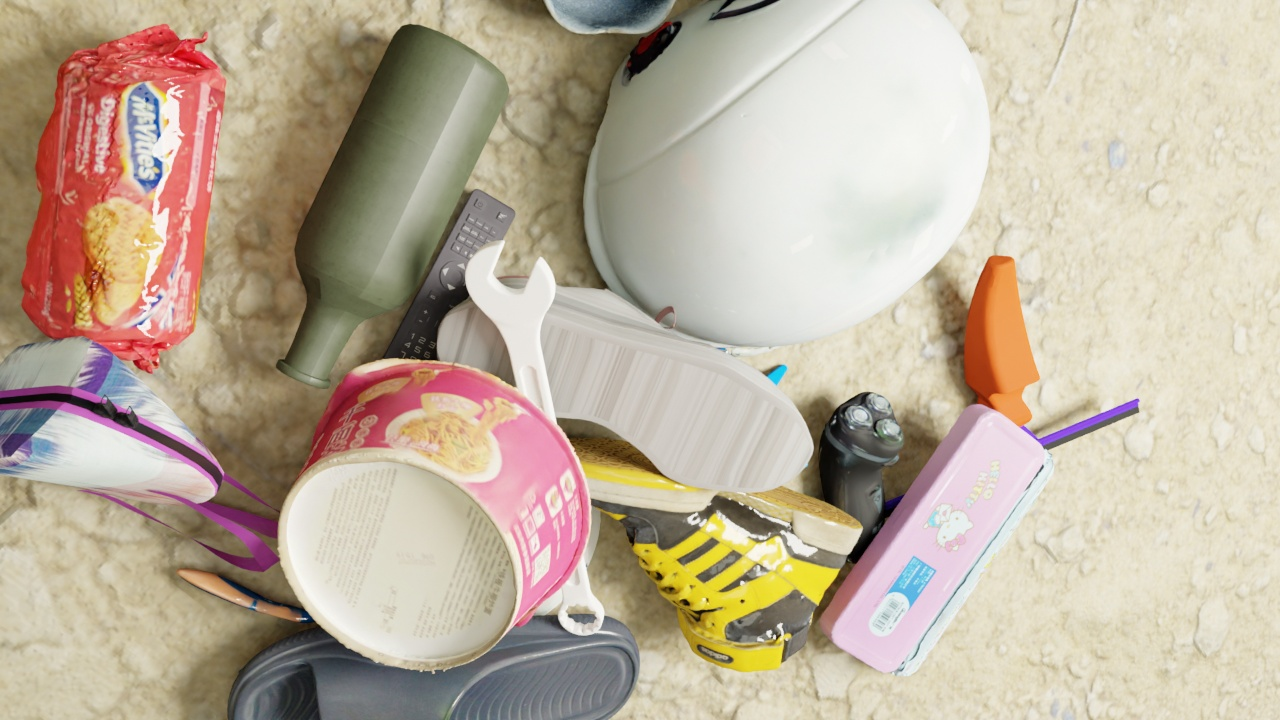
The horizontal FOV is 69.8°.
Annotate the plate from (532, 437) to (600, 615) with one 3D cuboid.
[{"bbox_3d":[-0.099,0.113,0.611,0.156,0.014,0.157,-4,101,-21],"label":"plate"}]

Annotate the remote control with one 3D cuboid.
[{"bbox_3d":[-0.123,-0.041,0.573,0.032,0.015,0.136,29,86,-23],"label":"remote control"}]

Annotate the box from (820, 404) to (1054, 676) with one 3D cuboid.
[{"bbox_3d":[0.242,0.148,0.712,0.149,0.051,0.214,32,93,-41],"label":"box"}]

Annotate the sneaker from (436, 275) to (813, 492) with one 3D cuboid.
[{"bbox_3d":[-0.003,0.004,0.573,0.236,0.089,0.099,22,121,-8],"label":"sneaker"}]

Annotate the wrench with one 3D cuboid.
[{"bbox_3d":[-0.055,0.058,0.544,0.047,0.009,0.274,-2,118,11],"label":"wrench"}]

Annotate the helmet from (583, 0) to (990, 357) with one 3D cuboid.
[{"bbox_3d":[0.102,-0.118,0.570,0.263,0.164,0.236,-38,109,-11],"label":"helmet"}]

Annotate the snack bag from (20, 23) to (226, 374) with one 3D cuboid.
[{"bbox_3d":[-0.267,-0.085,0.476,0.082,0.082,0.176,7,96,-23],"label":"snack bag"}]

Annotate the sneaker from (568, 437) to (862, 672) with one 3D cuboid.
[{"bbox_3d":[0.032,0.134,0.628,0.238,0.086,0.122,17,95,-21],"label":"sneaker"}]

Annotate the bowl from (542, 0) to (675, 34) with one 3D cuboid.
[{"bbox_3d":[-0.028,-0.248,0.552,0.110,0.055,0.110,-4,101,-21],"label":"bowl"}]

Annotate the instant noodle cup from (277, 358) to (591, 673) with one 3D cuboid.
[{"bbox_3d":[-0.123,0.096,0.518,0.179,0.077,0.179,4,113,10],"label":"instant noodle cup"}]

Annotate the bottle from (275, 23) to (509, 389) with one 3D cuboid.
[{"bbox_3d":[-0.149,-0.083,0.525,0.071,0.071,0.207,26,89,-24],"label":"bottle"}]

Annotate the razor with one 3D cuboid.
[{"bbox_3d":[0.168,0.092,0.687,0.052,0.064,0.141,-27,120,-33],"label":"razor"}]

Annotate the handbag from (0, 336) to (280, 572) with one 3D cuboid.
[{"bbox_3d":[-0.258,0.064,0.489,0.170,0.145,0.067,50,46,-43],"label":"handbag"}]

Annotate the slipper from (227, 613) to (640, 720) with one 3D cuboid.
[{"bbox_3d":[-0.116,0.227,0.582,0.267,0.083,0.111,1,111,-24],"label":"slipper"}]

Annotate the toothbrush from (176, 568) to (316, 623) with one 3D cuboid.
[{"bbox_3d":[-0.220,0.154,0.568,0.135,0.022,0.017,26,71,-26],"label":"toothbrush"}]

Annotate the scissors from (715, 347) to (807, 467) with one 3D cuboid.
[{"bbox_3d":[0.070,0.034,0.637,0.125,0.014,0.130,41,53,-7],"label":"scissors"}]

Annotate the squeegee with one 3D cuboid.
[{"bbox_3d":[0.281,0.003,0.718,0.249,0.055,0.185,-20,122,-9],"label":"squeegee"}]
